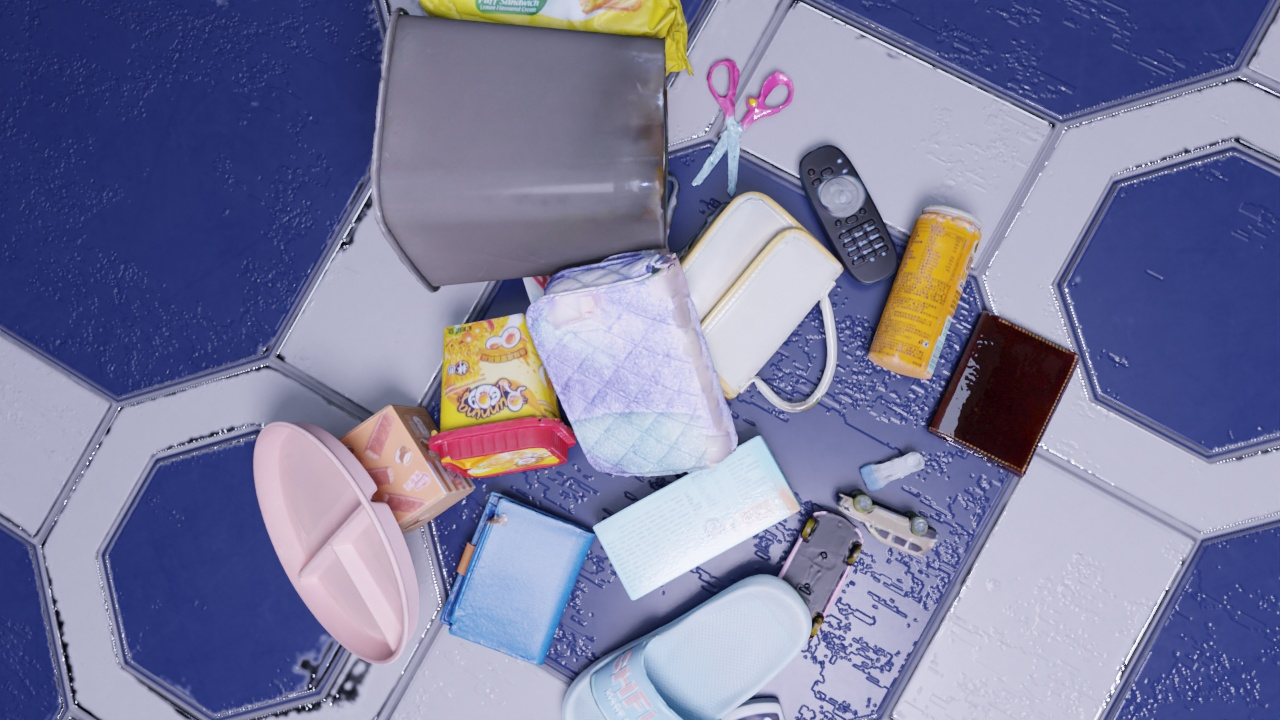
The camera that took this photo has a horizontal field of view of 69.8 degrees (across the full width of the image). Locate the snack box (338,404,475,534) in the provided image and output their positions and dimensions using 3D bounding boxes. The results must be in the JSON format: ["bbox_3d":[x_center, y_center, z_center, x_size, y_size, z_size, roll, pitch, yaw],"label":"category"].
[{"bbox_3d":[-0.216,0.100,0.827,0.077,0.093,0.094,-34,83,2],"label":"snack box"}]

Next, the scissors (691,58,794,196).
[{"bbox_3d":[0.081,-0.223,0.864,0.105,0.017,0.136,37,94,6],"label":"scissors"}]

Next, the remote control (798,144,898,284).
[{"bbox_3d":[0.189,-0.132,0.840,0.053,0.024,0.136,-26,82,5],"label":"remote control"}]

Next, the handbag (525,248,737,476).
[{"bbox_3d":[-0.005,0.004,0.777,0.134,0.075,0.194,-6,122,24],"label":"handbag"}]

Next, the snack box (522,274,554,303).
[{"bbox_3d":[-0.061,-0.067,0.852,0.085,0.027,0.156,-20,79,4],"label":"snack box"}]

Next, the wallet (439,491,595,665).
[{"bbox_3d":[-0.114,0.198,0.838,0.106,0.040,0.133,22,88,-2],"label":"wallet"}]

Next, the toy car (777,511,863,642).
[{"bbox_3d":[0.151,0.192,0.812,0.056,0.037,0.122,29,87,11],"label":"toy car"}]

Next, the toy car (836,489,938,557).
[{"bbox_3d":[0.214,0.141,0.807,0.090,0.042,0.035,25,90,7],"label":"toy car"}]

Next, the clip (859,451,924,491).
[{"bbox_3d":[0.226,0.098,0.821,0.057,0.029,0.024,-21,82,11],"label":"clip"}]

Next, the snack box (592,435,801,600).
[{"bbox_3d":[0.050,0.139,0.819,0.175,0.051,0.074,-29,82,2],"label":"snack box"}]

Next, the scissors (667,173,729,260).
[{"bbox_3d":[0.025,-0.093,0.859,0.173,0.014,0.159,-19,84,5],"label":"scissors"}]

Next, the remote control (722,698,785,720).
[{"bbox_3d":[0.114,0.377,0.809,0.058,0.021,0.150,-16,85,4],"label":"remote control"}]

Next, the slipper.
[{"bbox_3d":[0.039,0.274,0.785,0.246,0.074,0.104,-38,85,13],"label":"slipper"}]

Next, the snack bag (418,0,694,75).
[{"bbox_3d":[-0.075,-0.302,0.815,0.246,0.158,0.068,13,93,7],"label":"snack bag"}]

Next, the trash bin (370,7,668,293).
[{"bbox_3d":[-0.087,-0.172,0.770,0.220,0.199,0.198,-1,74,3],"label":"trash bin"}]

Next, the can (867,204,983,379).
[{"bbox_3d":[0.252,-0.059,0.811,0.058,0.058,0.146,20,88,7],"label":"can"}]

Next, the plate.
[{"bbox_3d":[-0.263,0.155,0.793,0.028,0.230,0.229,-27,81,-42],"label":"plate"}]

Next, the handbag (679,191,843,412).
[{"bbox_3d":[0.110,-0.041,0.821,0.179,0.063,0.163,40,95,-1],"label":"handbag"}]

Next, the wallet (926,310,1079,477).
[{"bbox_3d":[0.324,0.030,0.817,0.096,0.020,0.122,26,87,2],"label":"wallet"}]

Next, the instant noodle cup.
[{"bbox_3d":[-0.125,0.032,0.821,0.116,0.116,0.123,-10,73,5],"label":"instant noodle cup"}]
